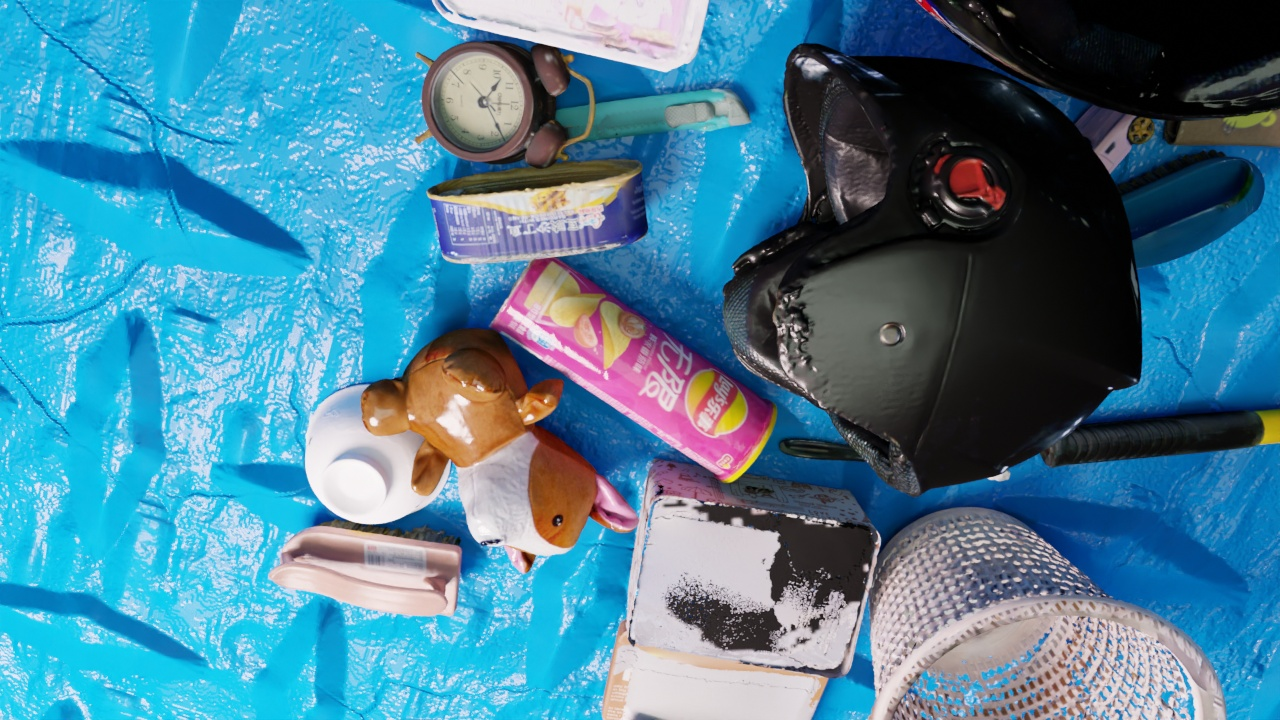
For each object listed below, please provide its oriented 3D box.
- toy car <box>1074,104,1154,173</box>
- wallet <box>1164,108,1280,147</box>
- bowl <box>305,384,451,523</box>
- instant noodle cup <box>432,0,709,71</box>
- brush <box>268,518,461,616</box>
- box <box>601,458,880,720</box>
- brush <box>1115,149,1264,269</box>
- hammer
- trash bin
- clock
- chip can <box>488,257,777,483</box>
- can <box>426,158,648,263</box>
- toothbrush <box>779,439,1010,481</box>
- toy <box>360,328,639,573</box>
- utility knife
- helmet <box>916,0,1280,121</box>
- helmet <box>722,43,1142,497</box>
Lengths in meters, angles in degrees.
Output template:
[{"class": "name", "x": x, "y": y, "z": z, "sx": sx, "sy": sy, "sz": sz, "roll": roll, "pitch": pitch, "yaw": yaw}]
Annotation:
[{"class": "toy car", "x": 0.291, "y": -0.132, "z": 0.616, "sx": 0.037, "sy": 0.056, "sz": 0.122, "roll": 31, "pitch": 108, "yaw": -16}, {"class": "wallet", "x": 0.416, "y": -0.185, "z": 0.605, "sx": 0.115, "sy": 0.033, "sz": 0.090, "roll": 3, "pitch": 111, "yaw": 5}, {"class": "bowl", "x": -0.212, "y": 0.084, "z": 0.711, "sx": 0.118, "sy": 0.064, "sz": 0.118, "roll": 1, "pitch": 110, "yaw": 1}, {"class": "instant noodle cup", "x": -0.036, "y": -0.268, "z": 0.576, "sx": 0.173, "sy": 0.060, "sz": 0.138, "roll": 12, "pitch": 110, "yaw": -3}, {"class": "brush", "x": -0.218, "y": 0.167, "z": 0.738, "sx": 0.145, "sy": 0.073, "sz": 0.063, "roll": 9, "pitch": 111, "yaw": 1}, {"class": "box", "x": 0.072, "y": 0.219, "z": 0.740, "sx": 0.178, "sy": 0.105, "sz": 0.261, "roll": 10, "pitch": 105, "yaw": -2}, {"class": "brush", "x": 0.347, "y": -0.091, "z": 0.618, "sx": 0.144, "sy": 0.073, "sz": 0.055, "roll": -24, "pitch": 112, "yaw": 10}, {"class": "hammer", "x": 0.458, "y": 0.052, "z": 0.690, "sx": 0.301, "sy": 0.032, "sz": 0.129, "roll": -5, "pitch": 109, "yaw": 4}, {"class": "trash bin", "x": 0.260, "y": 0.217, "z": 0.671, "sx": 0.227, "sy": 0.192, "sz": 0.228, "roll": 1, "pitch": 110, "yaw": 1}, {"class": "clock", "x": -0.089, "y": -0.171, "z": 0.610, "sx": 0.122, "sy": 0.055, "sz": 0.082, "roll": 7, "pitch": 105, "yaw": 7}, {"class": "chip can", "x": -0.004, "y": 0.004, "z": 0.669, "sx": 0.210, "sy": 0.071, "sz": 0.071, "roll": 34, "pitch": 108, "yaw": -10}, {"class": "can", "x": -0.069, "y": -0.103, "z": 0.631, "sx": 0.148, "sy": 0.074, "sz": 0.049, "roll": -5, "pitch": 113, "yaw": 5}, {"class": "toothbrush", "x": 0.199, "y": 0.077, "z": 0.718, "sx": 0.181, "sy": 0.018, "sz": 0.016, "roll": 6, "pitch": 113, "yaw": 1}, {"class": "toy", "x": -0.102, "y": 0.075, "z": 0.677, "sx": 0.140, "sy": 0.130, "sz": 0.199, "roll": -19, "pitch": 119, "yaw": 28}, {"class": "utility knife", "x": 0.000, "y": -0.167, "z": 0.636, "sx": 0.151, "sy": 0.013, "sz": 0.029, "roll": -6, "pitch": 107, "yaw": 5}, {"class": "helmet", "x": 0.244, "y": -0.269, "z": 0.463, "sx": 0.315, "sy": 0.239, "sz": 0.248, "roll": 19, "pitch": 130, "yaw": -15}, {"class": "helmet", "x": 0.169, "y": -0.058, "z": 0.552, "sx": 0.230, "sy": 0.233, "sz": 0.275, "roll": -10, "pitch": 96, "yaw": -3}]
